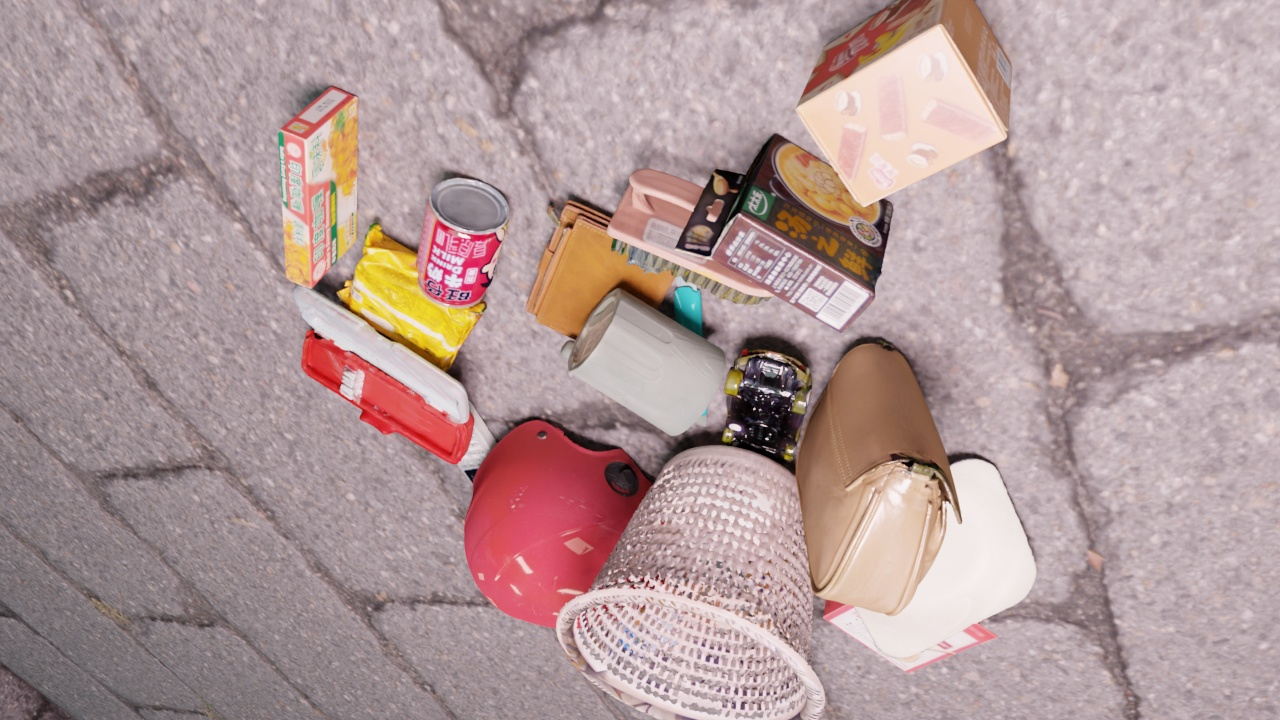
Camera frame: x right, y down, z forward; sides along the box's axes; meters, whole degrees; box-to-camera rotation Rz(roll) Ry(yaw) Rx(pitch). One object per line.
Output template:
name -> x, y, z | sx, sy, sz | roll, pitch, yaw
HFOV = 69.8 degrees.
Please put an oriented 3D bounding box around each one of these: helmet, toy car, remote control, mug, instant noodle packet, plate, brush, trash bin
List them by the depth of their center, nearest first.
brush -> 0.052, -0.090, 0.686 | 0.145, 0.063, 0.073 | 24, 146, 1
mug -> -0.005, 0.004, 0.763 | 0.103, 0.083, 0.124 | 31, 158, -18
toy car -> 0.108, 0.044, 0.796 | 0.070, 0.042, 0.158 | 16, 147, 11
trash bin -> 0.064, 0.192, 0.811 | 0.227, 0.191, 0.228 | 13, 138, 12
plate -> 0.256, 0.171, 0.814 | 0.163, 0.034, 0.164 | -27, 108, 1
instant noodle packet -> -0.212, -0.056, 0.848 | 0.128, 0.044, 0.111 | 35, 136, -6
helmet -> -0.072, 0.194, 0.932 | 0.240, 0.143, 0.207 | 24, 127, -5
remote control -> -0.176, 0.103, 0.992 | 0.058, 0.021, 0.150 | -8, 125, 30

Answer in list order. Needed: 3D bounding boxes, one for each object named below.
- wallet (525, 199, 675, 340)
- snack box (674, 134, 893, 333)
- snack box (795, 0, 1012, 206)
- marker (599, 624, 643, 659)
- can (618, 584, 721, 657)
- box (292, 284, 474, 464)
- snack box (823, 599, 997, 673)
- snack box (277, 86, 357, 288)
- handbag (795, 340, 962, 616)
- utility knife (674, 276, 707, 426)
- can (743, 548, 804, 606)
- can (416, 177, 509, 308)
wallet -> -0.040, -0.065, 0.769 | 0.119, 0.035, 0.131 | 27, 136, -3
snack box -> 0.102, -0.091, 0.627 | 0.125, 0.113, 0.053 | 30, 134, -5
snack box -> 0.160, -0.163, 0.551 | 0.095, 0.092, 0.077 | -24, 117, 38
marker -> -0.043, 0.329, 1.142 | 0.017, 0.016, 0.146 | -19, 120, 35
can -> 0.033, 0.300, 1.056 | 0.053, 0.053, 0.135 | 41, 133, -15
box -> -0.254, 0.015, 0.910 | 0.201, 0.049, 0.161 | 31, 144, 8
snack box -> 0.266, 0.247, 0.911 | 0.113, 0.044, 0.127 | 35, 136, -8
snack box -> -0.269, -0.142, 0.771 | 0.027, 0.076, 0.156 | 22, 135, 3
handbag -> 0.179, 0.088, 0.700 | 0.100, 0.204, 0.148 | 13, 122, -4
utility knife -> 0.044, -0.013, 0.796 | 0.029, 0.013, 0.178 | 9, 129, 17
can -> 0.167, 0.197, 0.900 | 0.058, 0.058, 0.146 | 37, 134, -11
can -> -0.151, -0.096, 0.768 | 0.066, 0.066, 0.094 | 26, 135, 0
